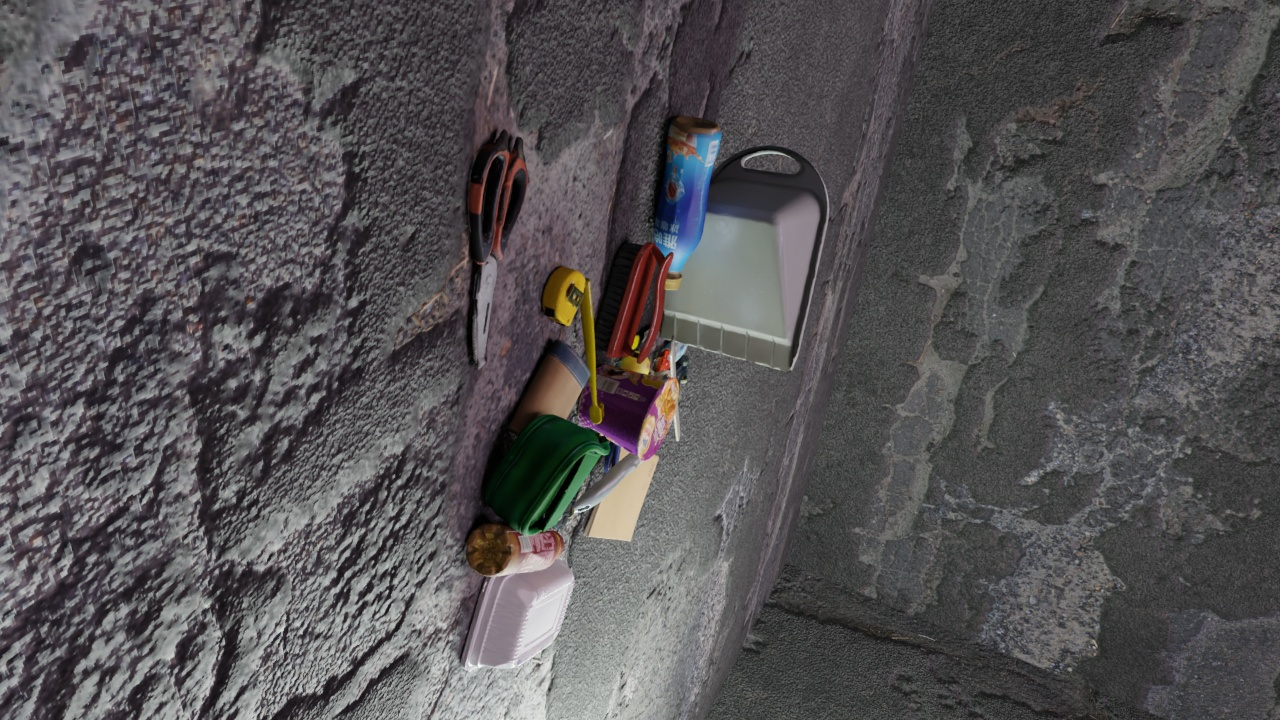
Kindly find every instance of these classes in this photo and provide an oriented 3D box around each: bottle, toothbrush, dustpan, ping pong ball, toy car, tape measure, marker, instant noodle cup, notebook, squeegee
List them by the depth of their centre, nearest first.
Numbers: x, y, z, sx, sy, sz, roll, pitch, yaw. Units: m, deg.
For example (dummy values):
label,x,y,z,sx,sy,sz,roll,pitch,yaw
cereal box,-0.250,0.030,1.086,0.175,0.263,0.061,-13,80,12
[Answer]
label,x,y,z,sx,sy,sz,roll,pitch,yaw
tape measure,-0.079,-0.069,0.975,0.060,0.029,0.057,-68,160,-7
bottle,-0.136,0.215,1.052,0.057,0.057,0.175,-69,161,-3
toothbrush,-0.057,-0.009,1.071,0.016,0.016,0.190,-53,146,-54
instant noodle cup,-0.141,0.309,1.134,0.173,0.060,0.138,-3,112,-71
toy car,-0.094,0.161,1.155,0.049,0.031,0.105,16,92,-70
bottle,0.052,-0.194,1.160,0.065,0.065,0.219,-42,147,-54
instant noodle cup,-0.018,0.060,1.162,0.111,0.099,0.112,-52,152,-42
ping pong ball,-0.007,0.007,1.229,0.040,0.040,0.040,-54,155,-40
dustpan,0.148,-0.149,1.241,0.142,0.223,0.258,-30,127,-45
marker,-0.003,-0.031,1.247,0.123,0.015,0.018,-37,139,-63
squeegee,-0.007,0.127,1.271,0.246,0.039,0.247,-47,153,-26
toy car,0.047,0.025,1.406,0.090,0.034,0.043,-47,153,-45
notebook,-0.024,0.206,1.426,0.149,0.012,0.211,-69,161,-6

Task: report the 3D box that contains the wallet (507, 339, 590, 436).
label,x,y,z,sx,sy,sz,roll,pitch,yaw
wallet,-0.101,0.043,1.025,0.115,0.033,0.090,-64,157,-16

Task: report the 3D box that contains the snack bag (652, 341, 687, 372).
label,x,y,z,sx,sy,sz,roll,pitch,yaw
snack bag,0.051,-0.015,1.388,0.105,0.026,0.045,-43,152,-53

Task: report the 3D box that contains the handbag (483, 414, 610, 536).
label,x,y,z,sx,sy,sz,roll,pitch,yaw
handbag,-0.100,0.124,1.002,0.131,0.068,0.120,-55,160,8

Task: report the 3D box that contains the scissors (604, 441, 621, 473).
label,x,y,z,sx,sy,sz,roll,pitch,yaw
scissors,-0.024,0.084,1.295,0.175,0.012,0.162,24,83,-67

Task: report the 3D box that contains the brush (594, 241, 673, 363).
label,x,y,z,sx,sy,sz,roll,pitch,yaw
brush,-0.004,-0.072,1.115,0.063,0.069,0.146,-11,119,-69

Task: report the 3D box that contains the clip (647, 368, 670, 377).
label,x,y,z,sx,sy,sz,roll,pitch,yaw
clip,0.016,0.031,1.315,0.100,0.035,0.076,3,87,-68

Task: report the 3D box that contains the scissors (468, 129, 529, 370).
label,x,y,z,sx,sy,sz,roll,pitch,yaw
scissors,-0.130,-0.093,0.833,0.176,0.015,0.211,-61,159,-27
